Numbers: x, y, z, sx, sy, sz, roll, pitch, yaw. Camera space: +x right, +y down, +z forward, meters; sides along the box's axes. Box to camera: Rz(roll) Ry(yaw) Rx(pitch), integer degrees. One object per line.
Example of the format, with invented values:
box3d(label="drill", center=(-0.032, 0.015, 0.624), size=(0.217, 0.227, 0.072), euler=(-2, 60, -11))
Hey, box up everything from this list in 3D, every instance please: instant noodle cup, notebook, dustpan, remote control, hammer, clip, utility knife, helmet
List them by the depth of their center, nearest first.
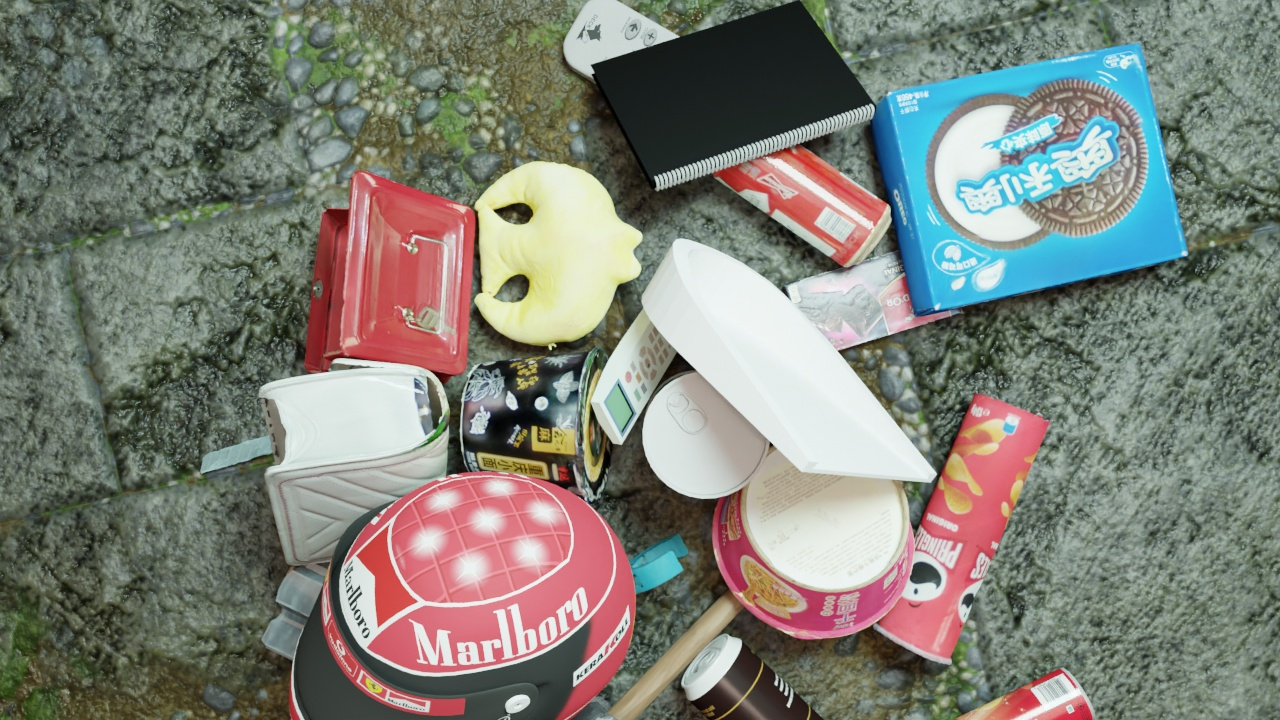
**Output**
box3d(label="helmet", center=(-0.135, 0.196, 0.705), size=(0.270, 0.225, 0.197), euler=(-13, 46, -24))
box3d(label="dustpan", center=(0.112, -0.009, 0.742), size=(0.257, 0.191, 0.053), euler=(46, 113, 38))
box3d(label="instant noodle cup", center=(0.152, 0.138, 0.781), size=(0.178, 0.078, 0.178), euler=(-1, 61, 1))
box3d(label="notebook", center=(0.079, -0.235, 0.802), size=(0.206, 0.016, 0.149), euler=(-20, 62, -9))
box3d(label="instant noodle cup", center=(-0.089, 0.055, 0.803), size=(0.112, 0.137, 0.137), euler=(1, 90, 10))
box3d(label="remote control", center=(-0.005, 0.005, 0.804), size=(0.024, 0.143, 0.049), euler=(1, 132, 33))
box3d(label="hammer", center=(0.051, 0.244, 0.811), size=(0.328, 0.098, 0.052), euler=(-42, 91, -13))
box3d(label="hammer", center=(-0.178, 0.269, 0.843), size=(0.323, 0.051, 0.117), euler=(26, 88, -2))
box3d(label="clip", center=(-0.006, 0.195, 0.849), size=(0.130, 0.120, 0.031), euler=(-30, 94, 30))
box3d(label="remote control", center=(0.004, -0.274, 0.849), size=(0.151, 0.019, 0.074), euler=(30, 91, 1))
box3d(label="utility knife", center=(-0.307, 0.068, 0.860), size=(0.225, 0.015, 0.031), euler=(-17, 85, 2))

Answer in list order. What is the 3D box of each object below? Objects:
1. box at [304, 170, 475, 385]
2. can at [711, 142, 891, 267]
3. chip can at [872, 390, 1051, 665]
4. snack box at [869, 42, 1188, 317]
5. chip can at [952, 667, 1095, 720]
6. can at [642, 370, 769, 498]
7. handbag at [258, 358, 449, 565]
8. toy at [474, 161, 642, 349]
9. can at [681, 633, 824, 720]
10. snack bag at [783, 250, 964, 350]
box3d(label="box", center=(-0.225, -0.059, 0.809), size=(0.146, 0.156, 0.157), euler=(13, 73, -40))
box3d(label="can", center=(0.140, -0.154, 0.823), size=(0.170, 0.067, 0.067), euler=(35, 90, 1))
box3d(label="chip can", center=(0.287, 0.147, 0.819), size=(0.073, 0.073, 0.233), euler=(23, 90, 1))
box3d(label="snack box", center=(0.341, -0.158, 0.817), size=(0.239, 0.056, 0.195), euler=(-12, 89, -4))
box3d(label="chip can", center=(0.299, 0.347, 0.829), size=(0.215, 0.052, 0.052), euler=(-26, 90, 1))
box3d(label="can", center=(0.052, 0.058, 0.787), size=(0.099, 0.144, 0.099), euler=(0, 90, 1))
box3d(label="handbag", center=(-0.231, 0.085, 0.756), size=(0.141, 0.199, 0.096), euler=(-8, 58, -21))
box3d(label="toy", center=(-0.075, -0.095, 0.830), size=(0.155, 0.064, 0.170), euler=(1, 90, 7))
box3d(label="can", center=(0.104, 0.313, 0.823), size=(0.128, 0.072, 0.072), euler=(44, 91, 1))
box3d(label="snack bag", center=(0.213, -0.056, 0.848), size=(0.155, 0.018, 0.074), euler=(-17, 89, -1))
